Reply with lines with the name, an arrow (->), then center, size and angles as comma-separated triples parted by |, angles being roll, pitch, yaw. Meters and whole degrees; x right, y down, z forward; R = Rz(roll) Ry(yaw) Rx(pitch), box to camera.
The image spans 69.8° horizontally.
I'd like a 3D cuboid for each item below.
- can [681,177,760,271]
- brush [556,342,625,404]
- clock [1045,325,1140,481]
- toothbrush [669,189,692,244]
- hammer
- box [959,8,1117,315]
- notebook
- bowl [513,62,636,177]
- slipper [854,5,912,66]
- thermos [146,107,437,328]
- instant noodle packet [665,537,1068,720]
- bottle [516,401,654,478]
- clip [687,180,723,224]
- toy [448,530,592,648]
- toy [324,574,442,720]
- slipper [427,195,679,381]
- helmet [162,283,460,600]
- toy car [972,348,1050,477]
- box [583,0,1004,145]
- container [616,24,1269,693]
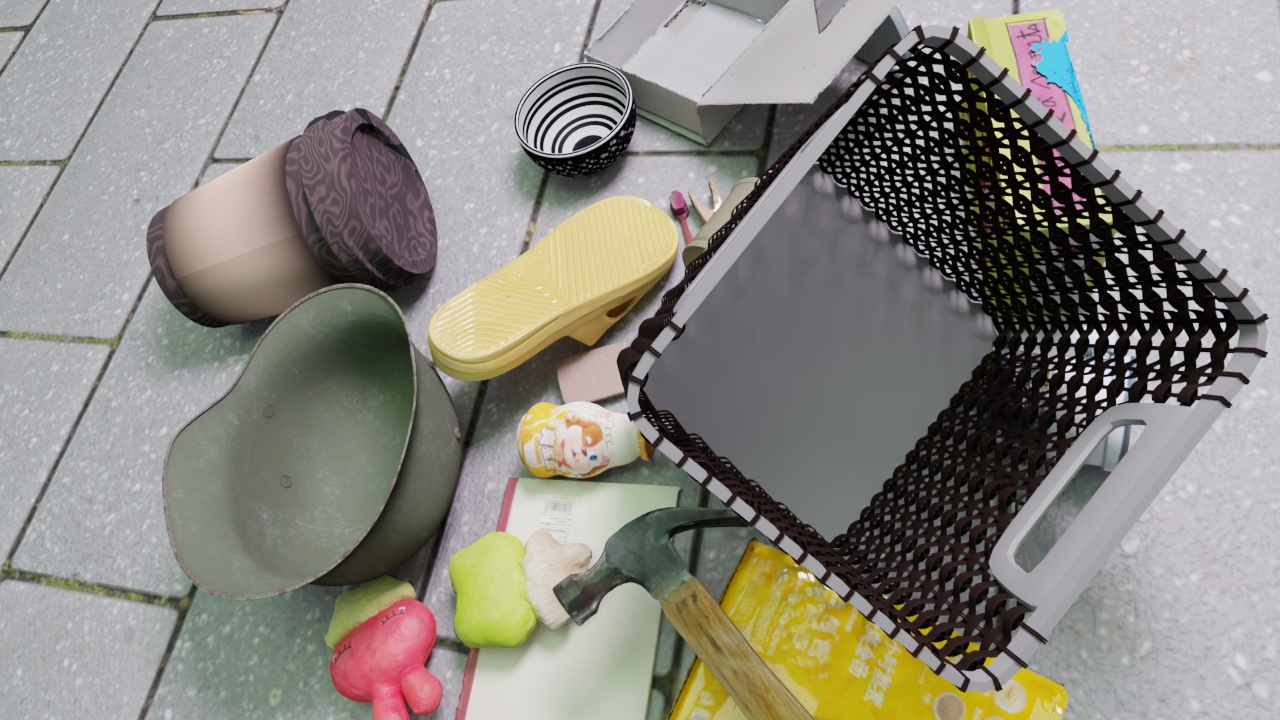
can -> 0.104, -0.077, 0.746 | 0.128, 0.128, 0.073 | 34, 77, 29
brush -> -0.005, 0.005, 0.802 | 0.136, 0.015, 0.049 | -16, 60, 1
clock -> 0.323, 0.023, 0.654 | 0.057, 0.083, 0.117 | 6, 65, 26
toothbrush -> 0.053, -0.080, 0.827 | 0.016, 0.016, 0.189 | -17, 59, 5
hammer -> 0.094, 0.226, 0.555 | 0.132, 0.033, 0.330 | -37, 68, -12
box -> 0.308, -0.161, 0.737 | 0.079, 0.124, 0.220 | -6, 62, 10
notebook -> -0.056, 0.192, 0.713 | 0.153, 0.012, 0.208 | 1, 62, 18
bowl -> -0.058, -0.228, 0.911 | 0.120, 0.066, 0.120 | -7, 60, 12
slipper -> 0.176, -0.382, 0.910 | 0.054, 0.098, 0.269 | -42, 58, -8
thermos -> -0.337, -0.125, 0.886 | 0.226, 0.173, 0.172 | -17, 58, 14
instant noodle packet -> 0.142, 0.239, 0.598 | 0.222, 0.084, 0.162 | 22, 70, 19
bottle -> -0.043, 0.064, 0.749 | 0.109, 0.063, 0.063 | -3, 61, 15
clip -> 0.059, -0.136, 0.852 | 0.045, 0.025, 0.061 | -18, 62, 6
toy -> -0.089, 0.171, 0.702 | 0.118, 0.043, 0.092 | -17, 56, 5
toy -> -0.200, 0.228, 0.715 | 0.091, 0.045, 0.135 | -34, 52, -1
slipper -> -0.068, -0.054, 0.810 | 0.262, 0.079, 0.099 | -34, 58, -29
helmet -> -0.237, 0.073, 0.746 | 0.227, 0.154, 0.267 | -16, 61, 16
toy car -> 0.275, 0.040, 0.686 | 0.048, 0.033, 0.105 | 10, 63, 19
box -> 0.129, -0.279, 0.843 | 0.419, 0.108, 0.166 | 28, 72, 43
container -> 0.140, -0.003, 0.562 | 0.245, 0.243, 0.247 | 39, 88, -7
